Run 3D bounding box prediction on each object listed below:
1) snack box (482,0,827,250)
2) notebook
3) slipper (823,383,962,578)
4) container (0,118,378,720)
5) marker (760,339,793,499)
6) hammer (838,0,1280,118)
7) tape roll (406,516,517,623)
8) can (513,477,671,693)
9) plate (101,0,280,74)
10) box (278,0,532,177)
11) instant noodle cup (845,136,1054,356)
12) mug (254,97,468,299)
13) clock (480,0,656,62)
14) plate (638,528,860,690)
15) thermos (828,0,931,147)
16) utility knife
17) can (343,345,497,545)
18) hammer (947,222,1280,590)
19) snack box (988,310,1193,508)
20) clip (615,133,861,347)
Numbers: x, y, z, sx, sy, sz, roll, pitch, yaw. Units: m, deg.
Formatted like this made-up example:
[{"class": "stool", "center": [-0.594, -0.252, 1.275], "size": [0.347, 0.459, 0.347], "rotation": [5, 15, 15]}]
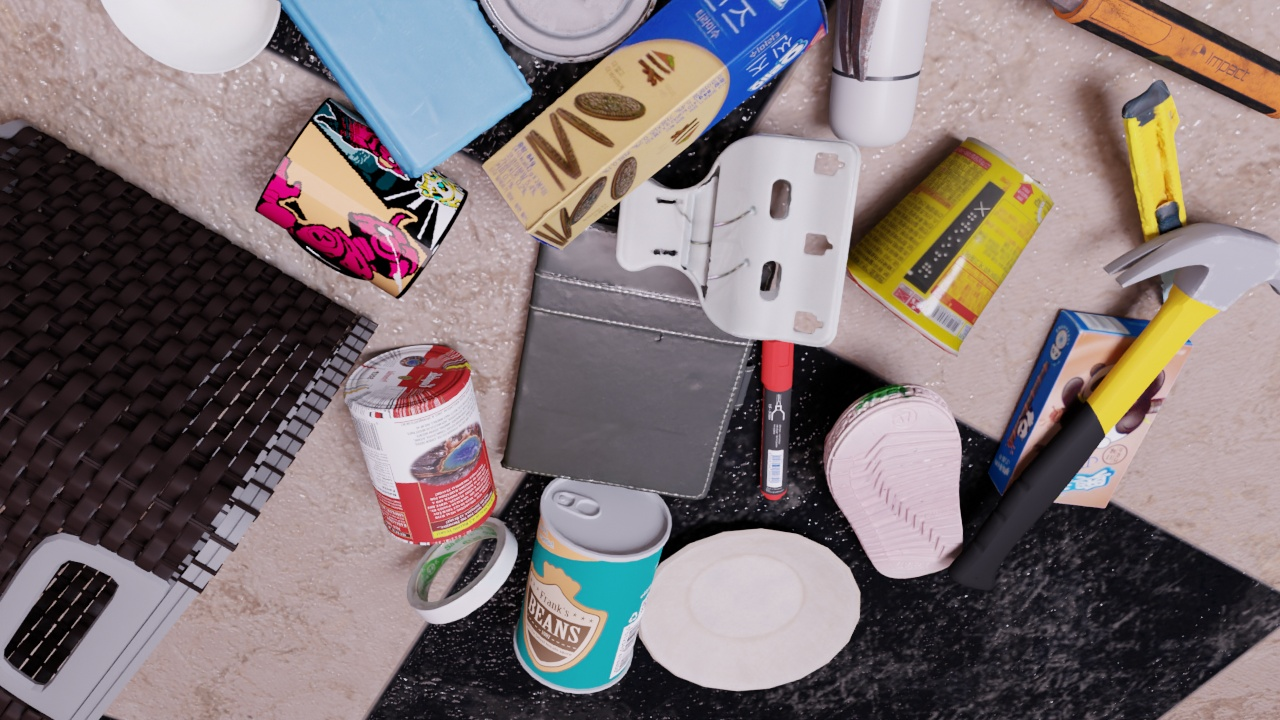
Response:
[{"class": "snack box", "center": [0.008, -0.151, 0.527], "size": [0.207, 0.057, 0.056], "rotation": [-38, 74, 13]}, {"class": "notebook", "center": [-0.004, 0.004, 0.661], "size": [0.169, 0.029, 0.209], "rotation": [10, 121, -7]}, {"class": "slipper", "center": [0.192, 0.087, 0.695], "size": [0.094, 0.064, 0.239], "rotation": [-16, 137, 11]}, {"class": "container", "center": [-0.355, 0.038, 0.555], "size": [0.243, 0.245, 0.248], "rotation": [37, 114, -17]}, {"class": "marker", "center": [0.101, 0.044, 0.689], "size": [0.023, 0.021, 0.145], "rotation": [-24, 127, -31]}, {"class": "hammer", "center": [0.252, -0.185, 0.513], "size": [0.314, 0.035, 0.138], "rotation": [13, 117, -22]}, {"class": "tape roll", "center": [-0.139, 0.162, 0.716], "size": [0.094, 0.093, 0.018], "rotation": [-27, 117, 14]}, {"class": "can", "center": [-0.040, 0.173, 0.720], "size": [0.099, 0.099, 0.144], "rotation": [10, 120, -7]}, {"class": "plate", "center": [-0.255, -0.220, 0.525], "size": [0.104, 0.026, 0.104], "rotation": [0, 120, 0]}, {"class": "box", "center": [-0.161, -0.219, 0.497], "size": [0.093, 0.054, 0.231], "rotation": [-40, 117, -9]}, {"class": "instant noodle cup", "center": [0.199, -0.076, 0.585], "size": [0.100, 0.100, 0.112], "rotation": [33, 105, -19]}, {"class": "mug", "center": [-0.180, -0.091, 0.580], "size": [0.098, 0.081, 0.118], "rotation": [33, 142, -19]}, {"class": "clock", "center": [-0.052, -0.228, 0.506], "size": [0.148, 0.056, 0.104], "rotation": [23, 117, -16]}, {"class": "plate", "center": [0.090, 0.209, 0.785], "size": [0.189, 0.027, 0.189], "rotation": [0, 121, -1]}, {"class": "thermos", "center": [0.138, -0.232, 0.508], "size": [0.052, 0.052, 0.224], "rotation": [-1, 121, 0]}, {"class": "utility knife", "center": [0.337, -0.092, 0.589], "size": [0.030, 0.019, 0.217], "rotation": [-25, 137, 18]}, {"class": "can", "center": [-0.155, 0.060, 0.658], "size": [0.086, 0.086, 0.116], "rotation": [-5, 121, 2]}, {"class": "hammer", "center": [0.318, 0.046, 0.650], "size": [0.127, 0.029, 0.324], "rotation": [18, 120, -15]}, {"class": "snack box", "center": [0.330, 0.039, 0.683], "size": [0.087, 0.034, 0.152], "rotation": [7, 121, -6]}, {"class": "clip", "center": [0.061, -0.080, 0.585], "size": [0.152, 0.098, 0.126], "rotation": [10, 100, 23]}]
